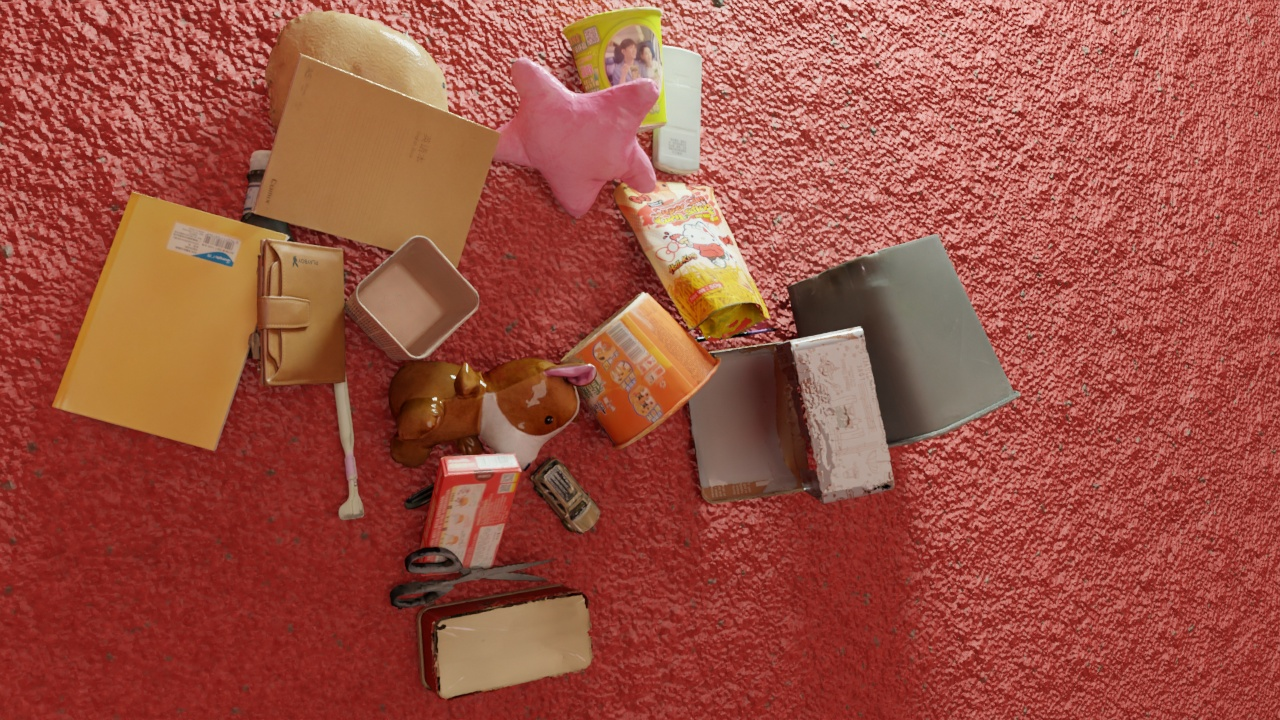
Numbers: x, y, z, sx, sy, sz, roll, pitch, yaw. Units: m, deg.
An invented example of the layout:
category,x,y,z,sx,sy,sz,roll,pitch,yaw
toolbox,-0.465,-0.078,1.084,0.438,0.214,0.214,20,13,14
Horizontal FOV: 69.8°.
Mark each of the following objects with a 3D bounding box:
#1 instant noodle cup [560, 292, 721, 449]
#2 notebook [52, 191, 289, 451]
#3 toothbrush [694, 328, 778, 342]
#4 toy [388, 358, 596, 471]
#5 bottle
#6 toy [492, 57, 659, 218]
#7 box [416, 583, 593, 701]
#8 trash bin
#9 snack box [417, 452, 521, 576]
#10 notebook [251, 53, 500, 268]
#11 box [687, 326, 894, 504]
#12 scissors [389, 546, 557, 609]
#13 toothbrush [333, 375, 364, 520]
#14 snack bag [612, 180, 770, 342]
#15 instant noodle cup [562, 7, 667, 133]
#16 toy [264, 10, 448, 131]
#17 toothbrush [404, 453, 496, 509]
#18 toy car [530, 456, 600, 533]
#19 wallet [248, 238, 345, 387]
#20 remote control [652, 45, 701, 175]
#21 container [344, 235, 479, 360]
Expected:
category,x,y,z,sx,sy,sz,roll,pitch,yaw
instant noodle cup,-0.006,0.006,0.983,0.151,0.152,0.111,-42,96,-22
notebook,-0.420,-0.036,0.825,0.146,0.010,0.206,15,81,-4
toothbrush,0.087,-0.028,1.098,0.188,0.014,0.016,-9,78,-26
toy,-0.147,0.051,0.915,0.199,0.140,0.130,-9,72,-22
bottle,-0.358,-0.100,0.869,0.079,0.044,0.194,5,83,-19
toy,-0.076,-0.228,0.976,0.194,0.179,0.074,8,39,4
box,-0.133,0.286,0.931,0.168,0.077,0.091,-3,88,-28
trash bin,0.300,-0.017,1.107,0.198,0.199,0.219,-18,87,-34
snack box,-0.169,0.153,0.899,0.075,0.025,0.153,-1,132,-26
notebook,-0.249,-0.185,0.890,0.211,0.012,0.149,13,101,-39
box,0.154,0.065,1.000,0.205,0.158,0.181,-8,90,5
scissors,-0.170,0.216,0.932,0.163,0.014,0.165,-26,139,-2
toothbrush,-0.293,0.061,0.905,0.029,0.020,0.189,-4,87,-57
snack bag,0.060,-0.122,1.031,0.128,0.073,0.207,-9,60,-26
instant noodle cup,-0.020,-0.314,1.019,0.111,0.112,0.123,-15,101,-26
toy,-0.254,-0.262,0.916,0.225,0.082,0.143,14,95,-28
toothbrush,-0.165,0.110,0.965,0.180,0.018,0.015,-28,102,-23
toy car,-0.079,0.149,0.994,0.042,0.035,0.090,-42,107,-21
wallet,-0.312,-0.043,0.846,0.107,0.031,0.132,-1,90,-68
remote control,0.043,-0.296,1.090,0.058,0.021,0.150,5,84,-26
container,-0.227,-0.054,0.892,0.090,0.111,0.090,49,68,-15
